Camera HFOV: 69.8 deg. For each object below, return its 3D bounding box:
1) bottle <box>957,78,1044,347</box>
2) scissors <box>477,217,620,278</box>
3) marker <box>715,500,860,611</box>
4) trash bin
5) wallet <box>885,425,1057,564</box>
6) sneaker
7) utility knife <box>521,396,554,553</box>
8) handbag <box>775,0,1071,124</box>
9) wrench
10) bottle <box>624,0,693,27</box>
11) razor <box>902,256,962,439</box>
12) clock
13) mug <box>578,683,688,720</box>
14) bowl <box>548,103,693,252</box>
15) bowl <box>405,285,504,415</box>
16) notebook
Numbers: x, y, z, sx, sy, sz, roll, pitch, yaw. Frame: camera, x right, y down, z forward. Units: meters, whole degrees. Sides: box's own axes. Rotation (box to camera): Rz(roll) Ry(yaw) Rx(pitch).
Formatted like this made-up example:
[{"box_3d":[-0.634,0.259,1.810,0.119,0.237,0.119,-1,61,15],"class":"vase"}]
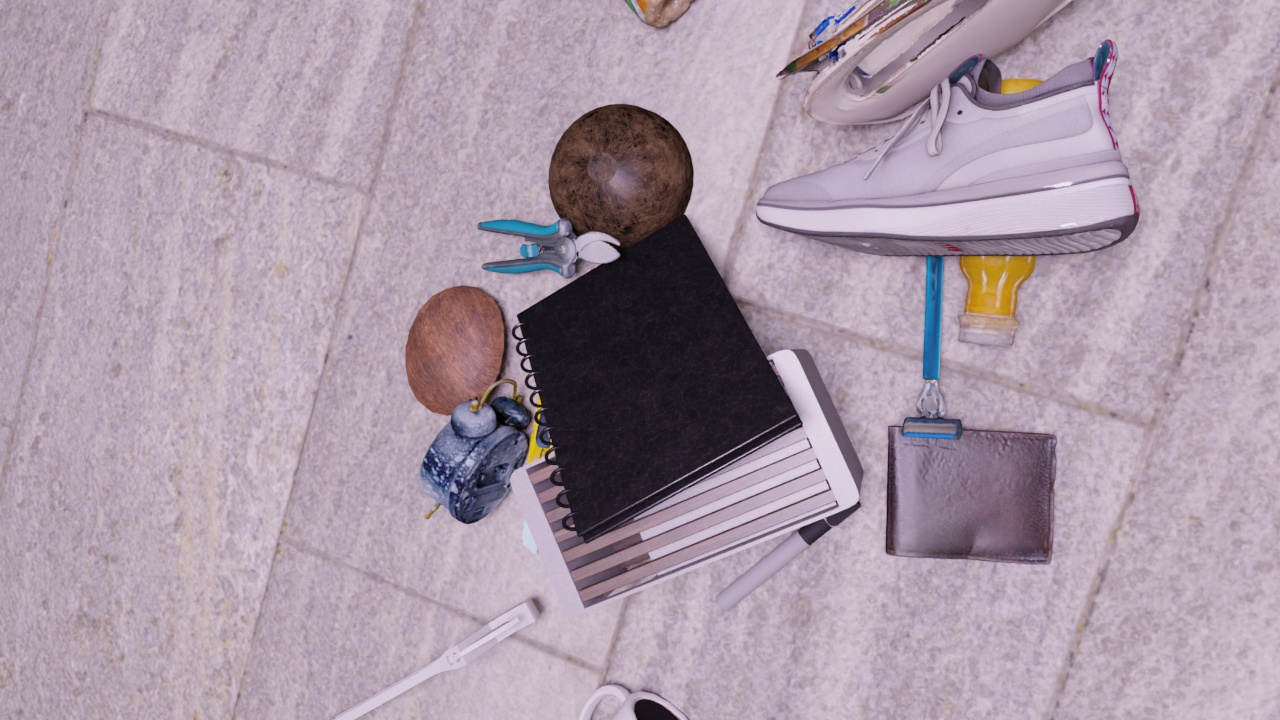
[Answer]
[{"box_3d":[0.261,-0.103,0.662,0.053,0.053,0.186,8,93,15],"class":"bottle"},{"box_3d":[-0.081,-0.089,0.753,0.132,0.019,0.148,49,126,14],"class":"scissors"},{"box_3d":[0.115,0.152,0.728,0.141,0.016,0.016,-42,81,13],"class":"marker"},{"box_3d":[0.039,0.088,0.696,0.229,0.114,0.114,-25,85,15],"class":"trash bin"},{"box_3d":[0.245,0.100,0.686,0.120,0.031,0.099,2,91,10],"class":"wallet"},{"box_3d":[0.195,-0.138,0.628,0.264,0.096,0.128,2,87,40],"class":"sneaker"},{"box_3d":[-0.078,0.063,0.782,0.030,0.018,0.207,11,97,24],"class":"utility knife"},{"box_3d":[0.180,-0.231,0.594,0.201,0.199,0.093,-34,84,49],"class":"handbag"},{"box_3d":[-0.196,0.275,0.798,0.274,0.086,0.018,-34,82,24],"class":"wrench"},{"box_3d":[-0.023,-0.343,0.732,0.059,0.059,0.167,-42,81,12],"class":"bottle"},{"box_3d":[0.219,-0.013,0.687,0.042,0.022,0.143,3,81,9],"class":"razor"},{"box_3d":[-0.132,0.074,0.757,0.052,0.090,0.129,30,102,19],"class":"clock"},{"box_3d":[-0.013,0.317,0.744,0.105,0.073,0.090,43,102,37],"class":"mug"},{"box_3d":[-0.022,-0.150,0.738,0.121,0.056,0.121,0,91,15],"class":"bowl"},{"box_3d":[-0.166,-0.011,0.781,0.102,0.026,0.114,0,80,27],"class":"bowl"},{"box_3d":[-0.004,0.004,0.662,0.169,0.019,0.231,-30,44,8],"class":"notebook"}]
